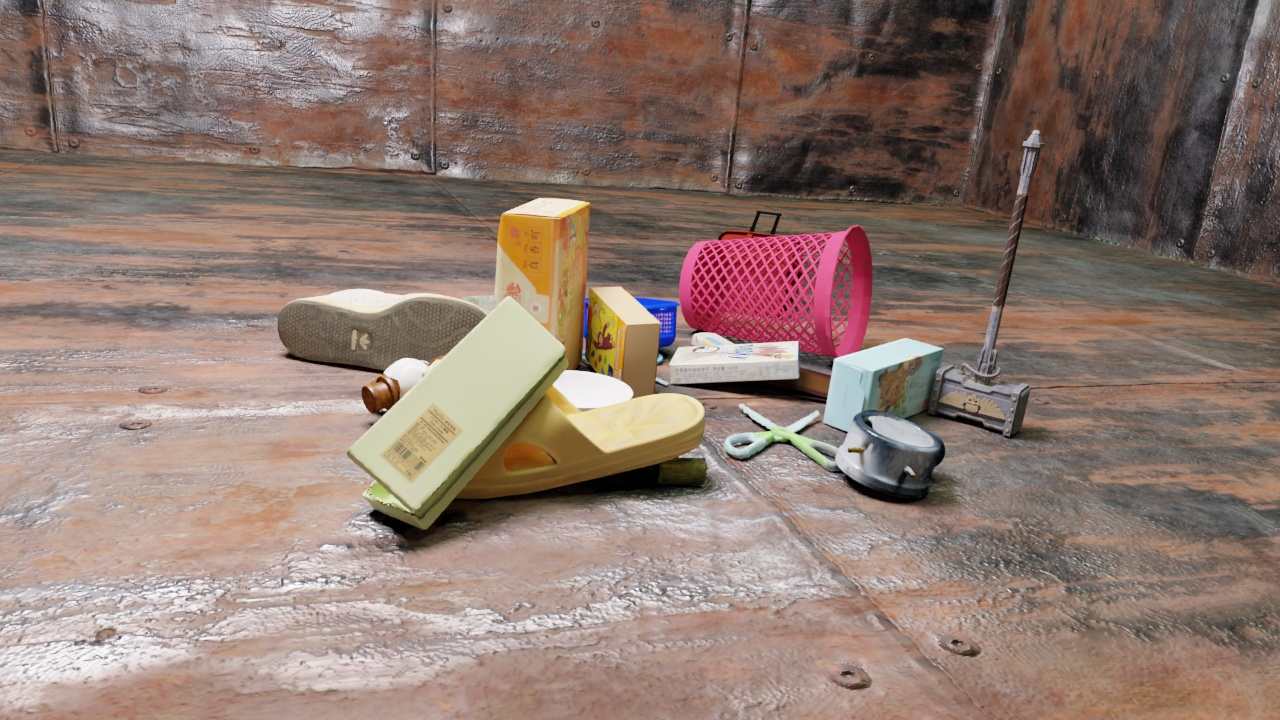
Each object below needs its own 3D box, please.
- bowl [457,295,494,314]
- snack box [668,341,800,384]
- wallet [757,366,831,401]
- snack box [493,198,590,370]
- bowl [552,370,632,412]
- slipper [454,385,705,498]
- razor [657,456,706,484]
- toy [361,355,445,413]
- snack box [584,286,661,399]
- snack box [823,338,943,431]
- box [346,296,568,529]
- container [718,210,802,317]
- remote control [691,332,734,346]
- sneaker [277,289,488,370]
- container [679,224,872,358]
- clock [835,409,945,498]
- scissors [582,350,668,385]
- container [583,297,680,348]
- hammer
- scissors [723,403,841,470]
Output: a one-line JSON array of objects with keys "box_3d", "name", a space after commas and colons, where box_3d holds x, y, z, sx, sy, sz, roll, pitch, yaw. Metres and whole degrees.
[{"box_3d": [-0.176, -0.046, 1.175, 0.157, 0.038, 0.157, 5, 17, -2], "name": "bowl"}, {"box_3d": [0.113, 0.002, 1.089, 0.150, 0.026, 0.081, -3, 15, 10], "name": "snack box"}, {"box_3d": [0.203, 0.029, 1.100, 0.116, 0.018, 0.091, 12, 18, 12], "name": "wallet"}, {"box_3d": [-0.113, -0.075, 1.019, 0.081, 0.195, 0.145, 6, 17, 8], "name": "snack box"}, {"box_3d": [-0.064, 0.046, 0.903, 0.110, 0.040, 0.109, 5, 17, -2], "name": "bowl"}, {"box_3d": [-0.072, 0.054, 0.778, 0.263, 0.078, 0.099, -9, 25, -13], "name": "slipper"}, {"box_3d": [0.027, 0.086, 0.841, 0.042, 0.026, 0.106, 0, 13, -11], "name": "razor"}, {"box_3d": [-0.213, 0.027, 0.891, 0.112, 0.067, 0.087, -22, 31, -40], "name": "toy"}, {"box_3d": [-0.022, -0.022, 1.040, 0.040, 0.088, 0.126, -4, 24, -21], "name": "snack box"}, {"box_3d": [0.274, 0.027, 1.024, 0.053, 0.075, 0.174, 22, 22, 39], "name": "snack box"}, {"box_3d": [-0.134, 0.043, 0.714, 0.078, 0.089, 0.187, 25, 53, 21], "name": "box"}, {"box_3d": [0.193, -0.157, 1.514, 0.148, 0.127, 0.200, 9, 27, 12], "name": "container"}, {"box_3d": [0.114, -0.010, 1.190, 0.038, 0.018, 0.126, -5, 22, -32], "name": "remote control"}, {"box_3d": [-0.280, -0.035, 1.046, 0.241, 0.089, 0.102, 4, 8, 7], "name": "sneaker"}, {"box_3d": [0.182, -0.097, 1.262, 0.226, 0.183, 0.182, 7, 15, 29], "name": "container"}, {"box_3d": [0.234, 0.083, 0.854, 0.090, 0.052, 0.129, 22, 18, 20], "name": "clock"}, {"box_3d": [-0.005, 0.006, 1.115, 0.136, 0.015, 0.125, 27, 27, 37], "name": "scissors"}, {"box_3d": [-0.014, -0.048, 1.179, 0.114, 0.058, 0.096, 9, 11, 37], "name": "container"}, {"box_3d": [0.394, -0.083, 0.997, 0.098, 0.322, 0.044, 17, 20, 33], "name": "hammer"}, {"box_3d": [0.139, 0.073, 0.928, 0.168, 0.023, 0.171, -9, 20, -26], "name": "scissors"}]
